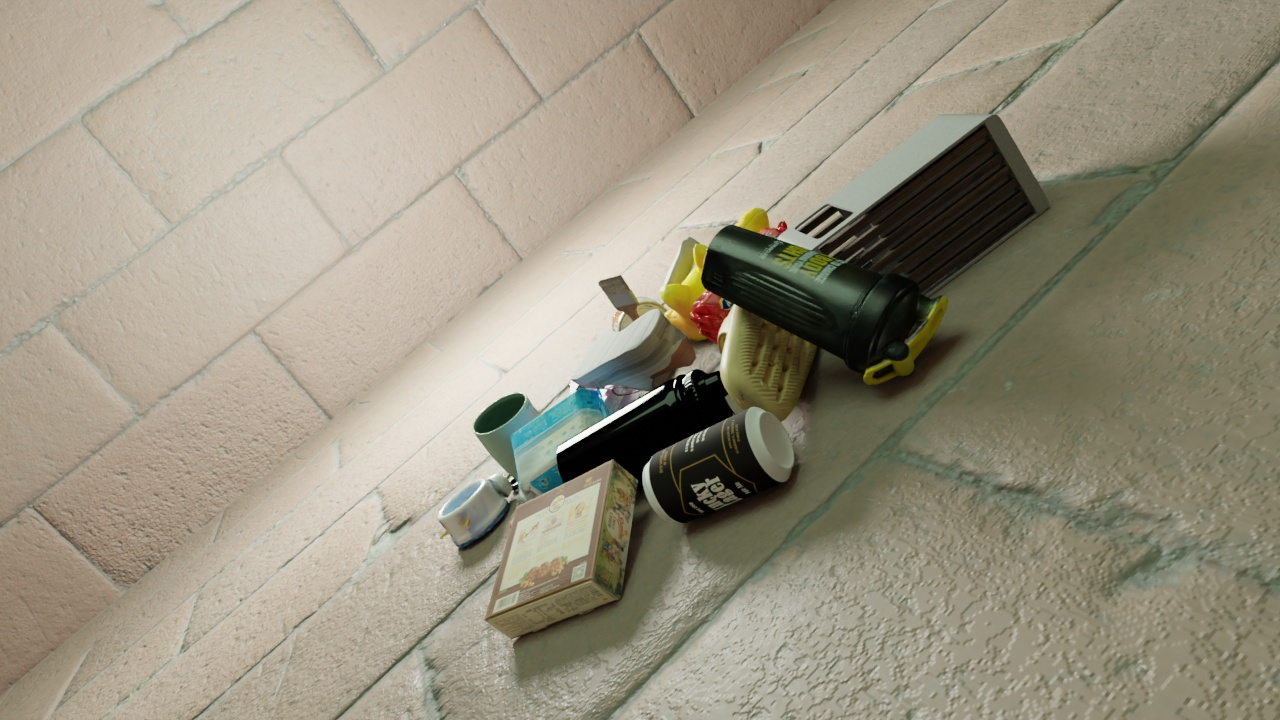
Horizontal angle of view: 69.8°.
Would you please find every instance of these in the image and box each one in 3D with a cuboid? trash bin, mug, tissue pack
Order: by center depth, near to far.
[{"bbox_3d":[0.278,-0.143,0.960,0.229,0.114,0.114,-37,16,4],"label":"trash bin"},{"bbox_3d":[-0.090,0.103,1.100,0.145,0.061,0.092,-36,42,16],"label":"tissue pack"},{"bbox_3d":[-0.172,0.107,1.229,0.111,0.104,0.083,0,40,45],"label":"mug"}]

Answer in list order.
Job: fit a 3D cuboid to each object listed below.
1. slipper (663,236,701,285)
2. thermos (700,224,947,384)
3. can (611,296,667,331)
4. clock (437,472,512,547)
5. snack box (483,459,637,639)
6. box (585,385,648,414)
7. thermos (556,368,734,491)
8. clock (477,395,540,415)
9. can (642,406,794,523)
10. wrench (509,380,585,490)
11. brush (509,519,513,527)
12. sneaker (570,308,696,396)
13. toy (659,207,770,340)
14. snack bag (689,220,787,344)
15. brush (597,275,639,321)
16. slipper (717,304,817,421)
[{"bbox_3d":[0.086,-0.130,1.395,0.265,0.080,0.113,-37,-34,-85],"label":"slipper"},{"bbox_3d":[0.164,-0.058,0.861,0.221,0.098,0.098,27,59,30],"label":"thermos"},{"bbox_3d":[0.004,-0.048,1.335,0.086,0.086,0.043,-39,18,-2],"label":"can"},{"bbox_3d":[-0.217,0.193,1.223,0.089,0.052,0.125,-29,16,31],"label":"clock"},{"bbox_3d":[-0.076,0.186,0.906,0.143,0.041,0.146,-29,31,30],"label":"snack box"},{"bbox_3d":[-0.041,0.069,1.213,0.153,0.037,0.200,-18,24,28],"label":"box"},{"bbox_3d":[0.014,0.079,0.971,0.199,0.086,0.086,-31,18,22],"label":"thermos"},{"bbox_3d":[-0.196,0.098,1.376,0.119,0.083,0.056,-15,35,49],"label":"clock"},{"bbox_3d":[0.070,0.097,0.833,0.129,0.072,0.071,-29,19,30],"label":"can"},{"bbox_3d":[-0.119,0.091,1.340,0.073,0.018,0.272,-13,31,38],"label":"wrench"},{"bbox_3d":[-0.120,0.185,1.072,0.040,0.030,0.173,-45,17,-24],"label":"brush"},{"bbox_3d":[-0.007,0.007,1.187,0.099,0.089,0.237,-57,16,-24],"label":"sneaker"},{"bbox_3d":[0.116,-0.113,1.254,0.193,0.087,0.135,-43,-24,-20],"label":"toy"},{"bbox_3d":[0.140,-0.093,1.167,0.176,0.082,0.082,-49,18,-9],"label":"snack bag"},{"bbox_3d":[-0.006,-0.057,1.279,0.045,0.143,0.008,-8,34,44],"label":"brush"},{"bbox_3d":[0.118,-0.010,0.953,0.079,0.111,0.260,-38,13,30],"label":"slipper"}]
